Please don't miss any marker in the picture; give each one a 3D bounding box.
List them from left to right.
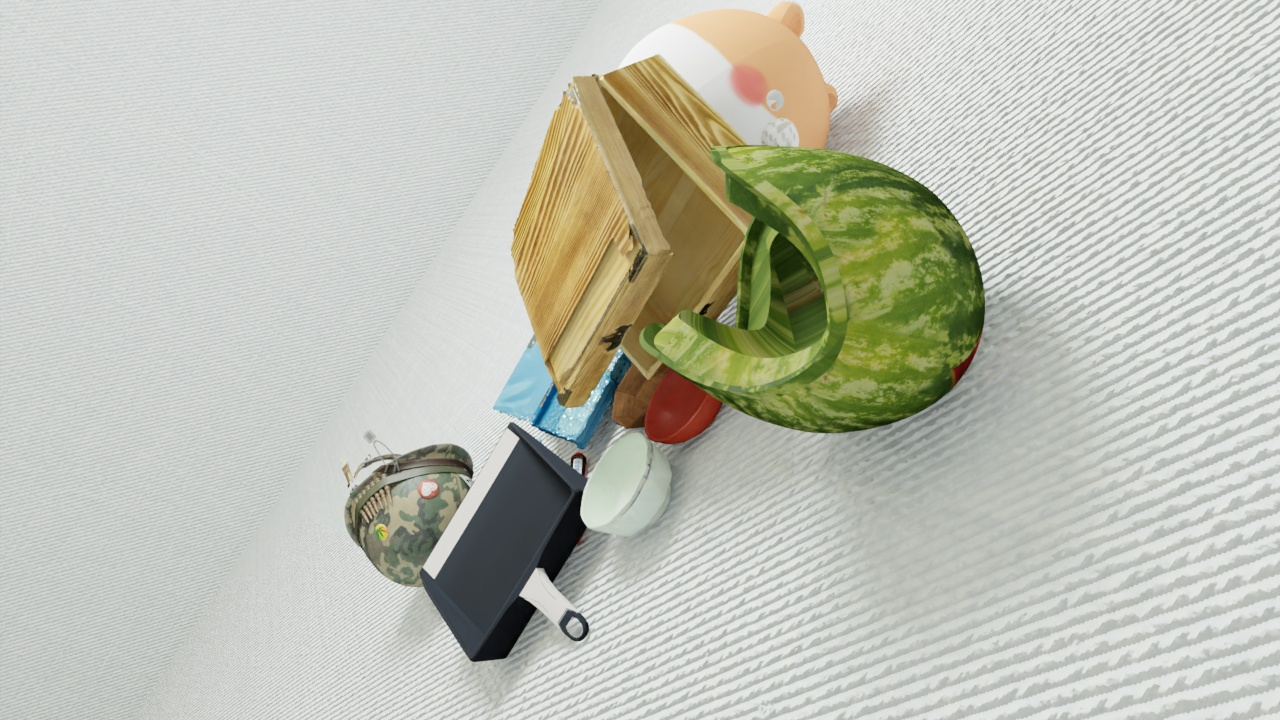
[{"bbox_3d":[-0.080,0.170,1.158,0.024,0.021,0.144,-36,29,24],"label":"marker"}]

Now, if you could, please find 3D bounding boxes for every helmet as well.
[{"bbox_3d":[-0.336,0.211,1.374,0.236,0.192,0.224,35,105,41],"label":"helmet"},{"bbox_3d":[0.149,-0.054,0.730,0.243,0.246,0.213,32,116,29],"label":"helmet"}]

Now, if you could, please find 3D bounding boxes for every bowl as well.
[{"bbox_3d":[-0.006,0.142,0.998,0.118,0.061,0.117,-44,25,27],"label":"bowl"},{"bbox_3d":[0.056,0.046,1.034,0.122,0.035,0.121,-43,26,27],"label":"bowl"}]

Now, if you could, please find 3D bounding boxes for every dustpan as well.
[{"bbox_3d":[-0.143,0.233,1.070,0.273,0.080,0.236,34,95,29],"label":"dustpan"}]

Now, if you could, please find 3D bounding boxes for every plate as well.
[{"bbox_3d":[0.014,0.032,1.147,0.132,0.025,0.131,-43,26,27],"label":"plate"}]

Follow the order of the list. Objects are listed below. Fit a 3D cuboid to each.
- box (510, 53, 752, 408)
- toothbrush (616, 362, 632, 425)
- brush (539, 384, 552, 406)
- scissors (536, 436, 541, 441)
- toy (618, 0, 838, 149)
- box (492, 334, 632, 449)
[{"bbox_3d":[-0.033,-0.135,0.977,0.220,0.258,0.280,-32,-14,-35],"label":"box"},{"bbox_3d":[-0.007,0.007,1.235,0.015,0.016,0.186,-26,37,46],"label":"toothbrush"},{"bbox_3d":[-0.135,0.062,1.377,0.059,0.043,0.195,-53,22,6],"label":"brush"},{"bbox_3d":[-0.158,0.161,1.336,0.128,0.012,0.137,-33,31,44],"label":"scissors"},{"bbox_3d":[0.105,-0.293,1.113,0.280,0.263,0.265,-37,36,-2],"label":"toy"},{"bbox_3d":[-0.089,-0.008,1.253,0.175,0.033,0.231,19,73,36],"label":"box"}]
